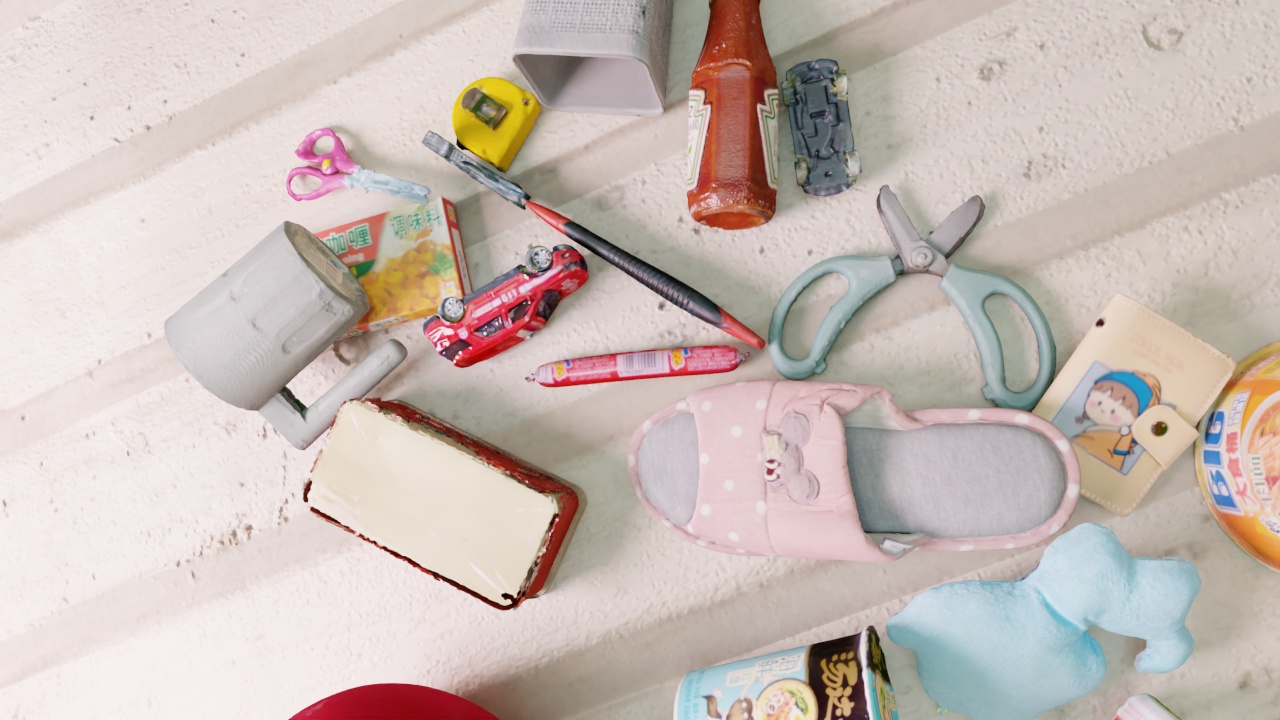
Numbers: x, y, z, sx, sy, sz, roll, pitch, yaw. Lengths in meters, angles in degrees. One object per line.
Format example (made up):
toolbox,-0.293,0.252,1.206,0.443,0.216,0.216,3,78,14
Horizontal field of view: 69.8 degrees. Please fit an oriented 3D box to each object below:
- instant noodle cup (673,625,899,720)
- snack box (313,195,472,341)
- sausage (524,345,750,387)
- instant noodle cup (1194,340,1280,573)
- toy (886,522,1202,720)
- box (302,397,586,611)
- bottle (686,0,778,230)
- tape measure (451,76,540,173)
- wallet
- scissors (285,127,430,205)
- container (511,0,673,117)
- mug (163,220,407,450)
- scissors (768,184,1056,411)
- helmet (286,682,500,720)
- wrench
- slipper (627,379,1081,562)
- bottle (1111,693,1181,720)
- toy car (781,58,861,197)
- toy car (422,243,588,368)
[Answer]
instant noodle cup,0.087,0.220,0.542,0.121,0.111,0.111,-12,82,17
snack box,-0.202,-0.059,0.661,0.156,0.027,0.077,-15,82,9
sausage,-0.004,0.004,0.620,0.156,0.020,0.020,-5,84,11
instant noodle cup,0.399,0.053,0.488,0.151,0.111,0.151,-1,85,11
toy,0.232,0.161,0.537,0.161,0.049,0.156,22,107,1
box,-0.131,0.090,0.606,0.168,0.079,0.091,24,90,12
bottle,0.061,-0.192,0.606,0.060,0.059,0.206,0,84,11
tape measure,-0.106,-0.172,0.652,0.057,0.029,0.060,32,91,13
wallet,0.290,0.030,0.551,0.087,0.024,0.115,32,99,5
scissors,-0.204,-0.129,0.663,0.135,0.017,0.063,22,82,24
container,-0.025,-0.236,0.613,0.090,0.090,0.114,7,83,11
mug,-0.233,-0.016,0.616,0.103,0.083,0.124,-40,106,4
scissors,0.175,-0.021,0.587,0.174,0.019,0.170,-39,78,4
helmet,-0.140,0.293,0.559,0.240,0.144,0.207,20,99,-12
wrench,-0.033,-0.081,0.621,0.273,0.056,0.016,32,94,8
slipper,0.120,0.070,0.562,0.275,0.054,0.114,1,89,17
bottle,0.248,0.283,0.521,0.068,0.068,0.197,40,96,12
toy car,0.118,-0.151,0.603,0.043,0.034,0.090,-10,85,8
toy car,-0.088,-0.036,0.625,0.121,0.053,0.045,-32,81,10
